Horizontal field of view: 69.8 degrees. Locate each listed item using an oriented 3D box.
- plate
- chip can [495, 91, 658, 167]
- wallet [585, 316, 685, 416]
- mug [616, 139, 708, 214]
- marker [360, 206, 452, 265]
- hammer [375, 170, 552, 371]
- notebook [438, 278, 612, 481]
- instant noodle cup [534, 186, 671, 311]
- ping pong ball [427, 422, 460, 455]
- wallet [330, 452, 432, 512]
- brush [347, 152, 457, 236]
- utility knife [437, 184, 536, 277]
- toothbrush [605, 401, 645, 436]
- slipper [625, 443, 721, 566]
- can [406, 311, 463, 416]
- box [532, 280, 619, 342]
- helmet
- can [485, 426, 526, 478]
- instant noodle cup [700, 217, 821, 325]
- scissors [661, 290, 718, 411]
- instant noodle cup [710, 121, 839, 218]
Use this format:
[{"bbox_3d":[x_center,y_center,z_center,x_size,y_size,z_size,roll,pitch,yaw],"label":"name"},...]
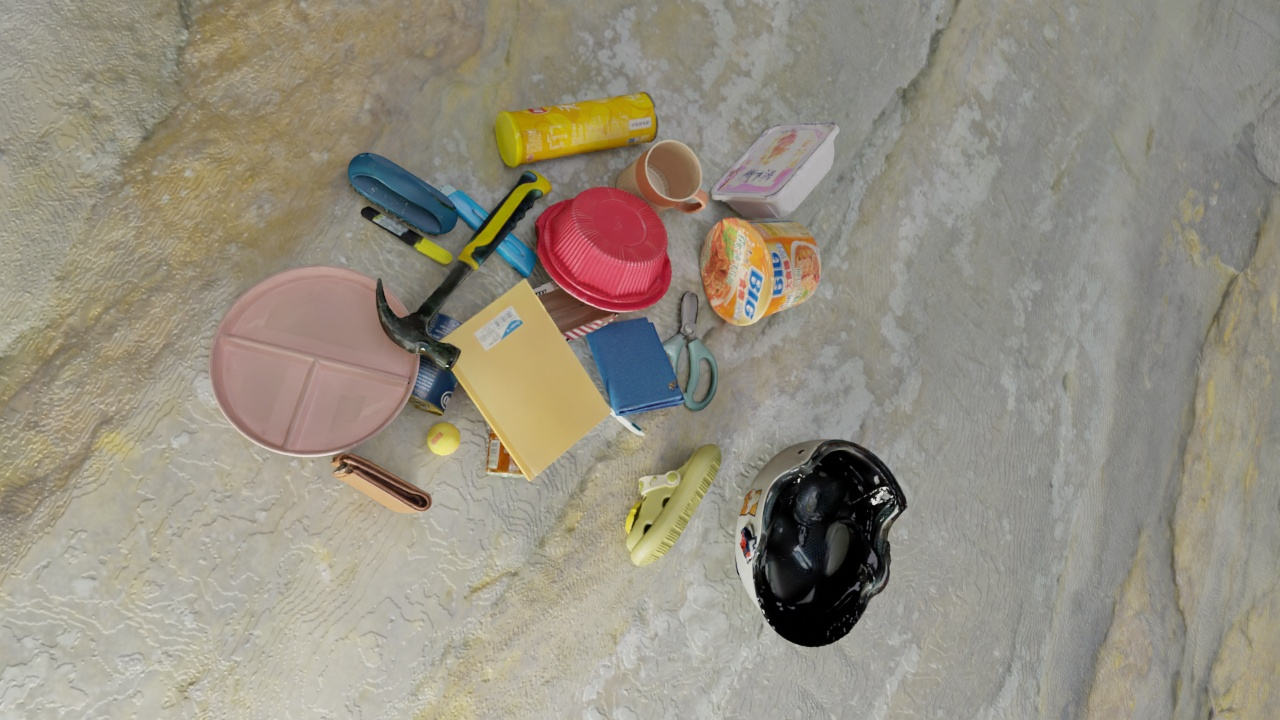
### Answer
[{"bbox_3d":[-0.368,0.000,1.047,0.229,0.028,0.229,2,72,-7],"label":"plate"},{"bbox_3d":[-0.082,-0.310,1.222,0.213,0.072,0.072,-17,92,-25],"label":"chip can"},{"bbox_3d":[-0.007,0.007,1.223,0.106,0.040,0.133,-10,63,-25],"label":"wallet"},{"bbox_3d":[0.035,-0.237,1.250,0.114,0.106,0.081,27,74,-20],"label":"mug"},{"bbox_3d":[-0.291,-0.155,1.143,0.124,0.015,0.018,31,72,-16],"label":"marker"},{"bbox_3d":[-0.204,-0.131,1.117,0.126,0.032,0.322,31,53,-1],"label":"hammer"},{"bbox_3d":[-0.139,0.024,1.127,0.145,0.010,0.206,-40,108,-26],"label":"notebook"},{"bbox_3d":[-0.037,-0.157,1.187,0.193,0.066,0.193,13,52,-17],"label":"instant noodle cup"},{"bbox_3d":[-0.241,0.096,1.125,0.040,0.040,0.040,3,83,-25],"label":"ping pong ball"},{"bbox_3d":[-0.300,0.141,1.044,0.108,0.132,0.031,34,68,-17],"label":"wallet"},{"bbox_3d":[-0.287,-0.203,1.116,0.144,0.074,0.055,32,77,-19],"label":"brush"},{"bbox_3d":[-0.197,-0.171,1.186,0.159,0.018,0.034,42,70,-14],"label":"utility knife"},{"bbox_3d":[-0.064,0.042,1.227,0.191,0.016,0.018,39,60,-16],"label":"toothbrush"},{"bbox_3d":[0.035,0.184,1.232,0.081,0.092,0.190,32,79,23],"label":"slipper"},{"bbox_3d":[-0.250,0.002,1.111,0.075,0.075,0.111,28,73,-20],"label":"can"},{"bbox_3d":[-0.110,-0.071,1.187,0.162,0.076,0.087,-24,116,-23],"label":"box"},{"bbox_3d":[0.223,0.235,1.264,0.230,0.157,0.274,19,87,-25],"label":"helmet"},{"bbox_3d":[-0.159,0.074,1.156,0.057,0.058,0.147,9,81,-24],"label":"can"},{"bbox_3d":[0.173,-0.131,1.289,0.111,0.152,0.151,-12,90,-33],"label":"instant noodle cup"},{"bbox_3d":[0.045,-0.016,1.283,0.129,0.019,0.185,-11,88,-24],"label":"scissors"},{"bbox_3d":[0.202,-0.270,1.327,0.173,0.138,0.060,-50,127,-20],"label":"instant noodle cup"}]
